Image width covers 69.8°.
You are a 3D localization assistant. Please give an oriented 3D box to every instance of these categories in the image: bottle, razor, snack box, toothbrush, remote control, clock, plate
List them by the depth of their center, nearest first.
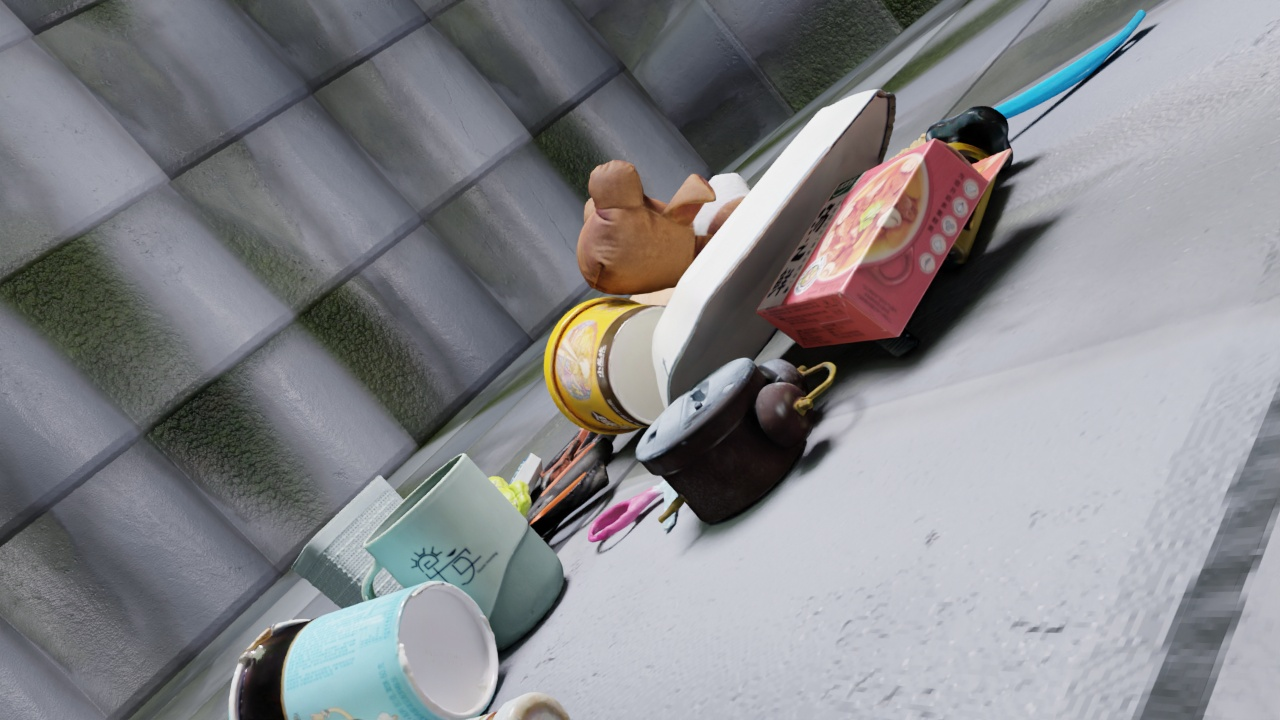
[{"bbox_3d":[-0.106,0.192,0.411,0.207,0.060,0.059,-34,11,35],"label":"bottle"},{"bbox_3d":[0.054,0.036,0.498,0.122,0.055,0.082,-38,8,15],"label":"clock"},{"bbox_3d":[0.135,-0.072,0.530,0.127,0.044,0.113,-56,11,-11],"label":"snack box"},{"bbox_3d":[0.130,-0.028,0.572,0.017,0.014,0.189,-53,13,6],"label":"toothbrush"},{"bbox_3d":[0.205,-0.111,0.591,0.167,0.062,0.068,-57,-9,-46],"label":"razor"},{"bbox_3d":[0.086,-0.072,0.609,0.265,0.034,0.162,-51,-20,-16],"label":"plate"},{"bbox_3d":[-0.120,0.131,0.867,0.049,0.024,0.124,-58,2,18],"label":"remote control"}]

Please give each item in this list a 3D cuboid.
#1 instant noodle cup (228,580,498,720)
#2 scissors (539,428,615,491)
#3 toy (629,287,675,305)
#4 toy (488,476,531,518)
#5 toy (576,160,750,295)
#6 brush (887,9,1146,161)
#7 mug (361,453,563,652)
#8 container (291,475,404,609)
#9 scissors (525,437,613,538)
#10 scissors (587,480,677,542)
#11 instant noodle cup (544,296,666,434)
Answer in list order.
[{"bbox_3d":[-0.150,0.182,0.523,0.121,0.111,0.111,-29,13,24],"label":"instant noodle cup"},{"bbox_3d":[-0.056,0.073,0.937,0.198,0.015,0.205,-45,9,-23],"label":"scissors"},{"bbox_3d":[0.052,-0.054,0.912,0.143,0.082,0.226,-49,14,-20],"label":"toy"},{"bbox_3d":[-0.107,0.136,0.675,0.097,0.031,0.100,2,67,48],"label":"toy"},{"bbox_3d":[0.048,-0.100,0.764,0.140,0.199,0.130,132,152,-79],"label":"toy"},{"bbox_3d":[0.272,-0.183,0.703,0.255,0.046,0.083,-34,-11,8],"label":"brush"},{"bbox_3d":[-0.119,0.135,0.585,0.112,0.106,0.082,-40,9,2],"label":"mug"},{"bbox_3d":[-0.226,0.178,0.802,0.089,0.111,0.090,-49,4,-39],"label":"container"},{"bbox_3d":[-0.091,0.139,0.753,0.222,0.021,0.227,-40,6,45],"label":"scissors"},{"bbox_3d":[0.017,0.078,0.594,0.135,0.017,0.133,-34,14,16],"label":"scissors"},{"bbox_3d":[-0.004,0.004,0.745,0.118,0.118,0.115,-44,17,-18],"label":"instant noodle cup"}]
